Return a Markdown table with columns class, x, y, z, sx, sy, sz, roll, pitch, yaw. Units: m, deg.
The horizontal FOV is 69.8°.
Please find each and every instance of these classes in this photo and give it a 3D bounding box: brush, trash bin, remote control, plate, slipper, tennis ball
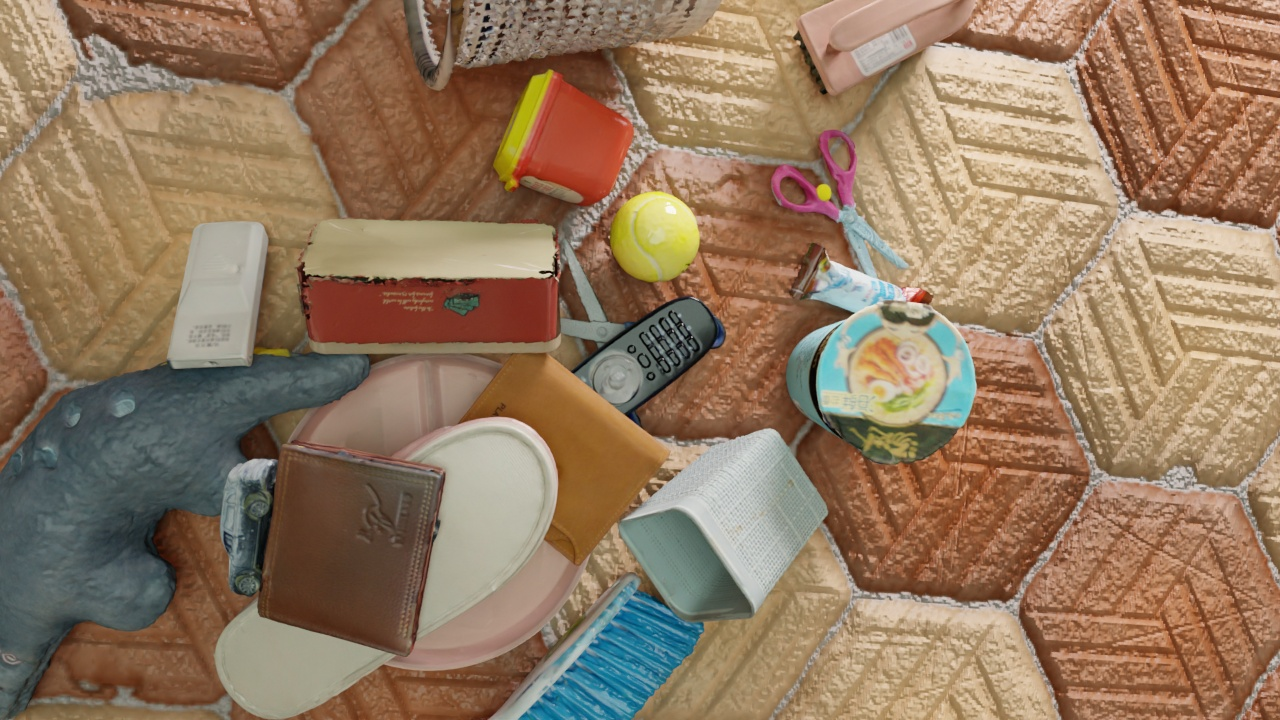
| class | x | y | z | sx | sy | sz | roll | pitch | yaw |
| --- | --- | --- | --- | --- | --- | --- | --- | --- | --- |
| brush | -0.097 | 0.274 | 0.666 | 0.109 | 0.060 | 0.314 | 43 | 87 | -1 |
| brush | 0.192 | -0.257 | 0.688 | 0.145 | 0.073 | 0.063 | -27 | 94 | -9 |
| trash bin | -0.048 | -0.292 | 0.594 | 0.192 | 0.228 | 0.227 | -6 | 92 | -21 |
| remote control | -0.004 | 0.004 | 0.673 | 0.136 | 0.024 | 0.053 | -36 | 96 | -6 |
| plate | -0.146 | 0.108 | 0.666 | 0.229 | 0.028 | 0.229 | 0 | 91 | -10 |
| slipper | -0.168 | 0.139 | 0.619 | 0.274 | 0.054 | 0.114 | -40 | 94 | 5 |
| remote control | -0.279 | -0.046 | 0.610 | 0.049 | 0.024 | 0.124 | -4 | 54 | -9 |
| tennis ball | 0.010 | -0.089 | 0.666 | 0.065 | 0.065 | 0.065 | 0 | 91 | -9 |

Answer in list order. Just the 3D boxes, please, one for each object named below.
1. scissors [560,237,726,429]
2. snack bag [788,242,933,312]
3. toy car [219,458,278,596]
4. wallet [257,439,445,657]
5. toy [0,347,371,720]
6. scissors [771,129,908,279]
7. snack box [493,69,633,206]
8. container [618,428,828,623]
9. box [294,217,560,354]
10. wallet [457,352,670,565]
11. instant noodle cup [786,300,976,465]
| class | x | y | z | sx | sy | sz | roll | pitch | yaw |
| --- | --- | --- | --- | --- | --- | --- | --- | --- | --- |
| scissors | -0.019 | -0.012 | 0.691 | 0.175 | 0.012 | 0.162 | -1 | 90 | -6 |
| snack bag | 0.170 | -0.051 | 0.710 | 0.104 | 0.026 | 0.048 | 24 | 93 | -9 |
| toy car | -0.248 | 0.107 | 0.587 | 0.034 | 0.043 | 0.091 | 9 | 105 | -8 |
| wallet | -0.180 | 0.117 | 0.574 | 0.101 | 0.032 | 0.124 | 12 | 98 | -1 |
| toy | -0.342 | 0.091 | 0.605 | 0.138 | 0.091 | 0.356 | 43 | 90 | -18 |
| scissors | 0.168 | -0.120 | 0.716 | 0.137 | 0.017 | 0.093 | 37 | 84 | -12 |
| snack box | -0.055 | -0.149 | 0.646 | 0.080 | 0.091 | 0.082 | 23 | 88 | -15 |
| container | 0.063 | 0.114 | 0.651 | 0.111 | 0.090 | 0.090 | -38 | 97 | -37 |
| box | -0.138 | -0.059 | 0.620 | 0.168 | 0.091 | 0.077 | 0 | 125 | -6 |
| wallet | -0.062 | 0.065 | 0.643 | 0.132 | 0.031 | 0.108 | 39 | 93 | -4 |
| instant noodle cup | 0.161 | 0.012 | 0.663 | 0.111 | 0.120 | 0.111 | 0 | 92 | -8 |
